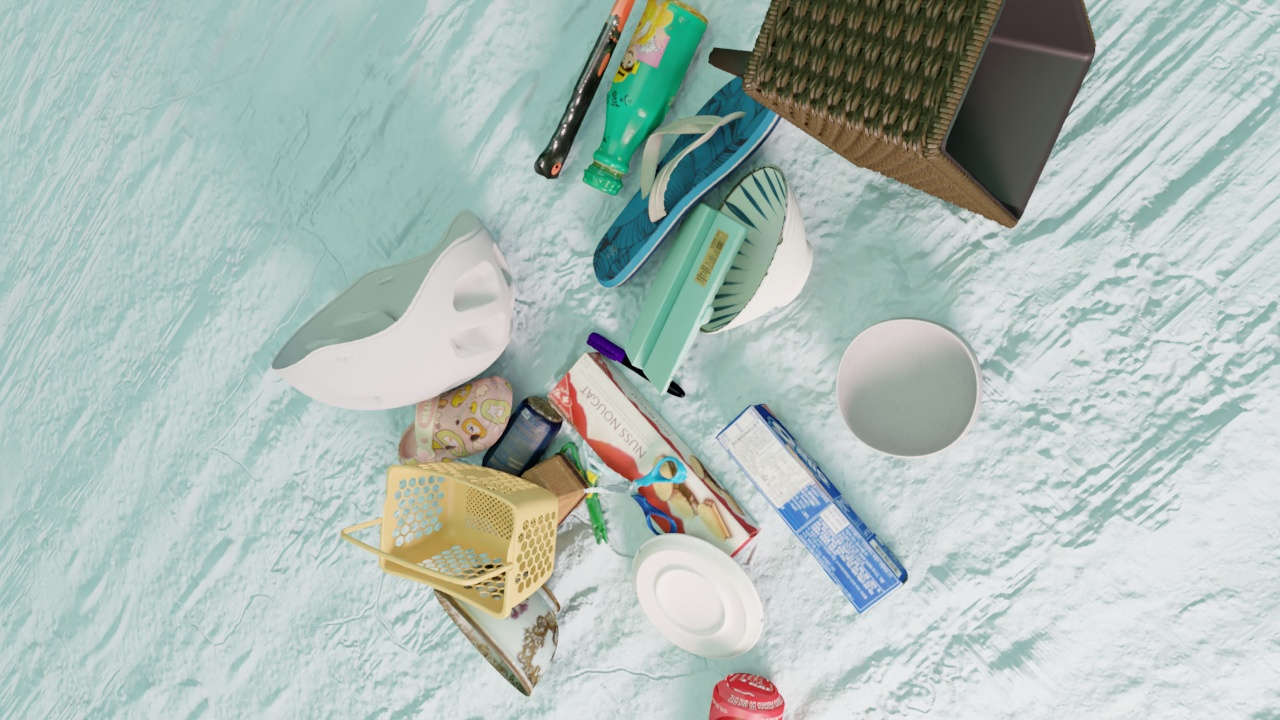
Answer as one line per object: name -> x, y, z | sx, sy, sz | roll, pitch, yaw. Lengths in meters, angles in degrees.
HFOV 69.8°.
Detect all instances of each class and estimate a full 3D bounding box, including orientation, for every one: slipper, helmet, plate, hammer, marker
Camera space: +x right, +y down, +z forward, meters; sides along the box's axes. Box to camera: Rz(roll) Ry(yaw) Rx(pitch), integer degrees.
slipper -> -0.235, 0.068, 1.083 | 0.198, 0.081, 0.093 | -26, 45, 34
helmet -> -0.277, -0.044, 1.034 | 0.282, 0.224, 0.184 | -16, 110, 0
plate -> 0.056, 0.253, 0.970 | 0.157, 0.014, 0.157 | 14, 120, 26
slipper -> 0.033, -0.198, 0.952 | 0.296, 0.060, 0.118 | -47, 34, 23
hammer -> -0.036, -0.342, 0.984 | 0.033, 0.132, 0.334 | 38, 115, 18
marker -> -0.006, 0.006, 1.022 | 0.134, 0.018, 0.015 | 32, 137, 21

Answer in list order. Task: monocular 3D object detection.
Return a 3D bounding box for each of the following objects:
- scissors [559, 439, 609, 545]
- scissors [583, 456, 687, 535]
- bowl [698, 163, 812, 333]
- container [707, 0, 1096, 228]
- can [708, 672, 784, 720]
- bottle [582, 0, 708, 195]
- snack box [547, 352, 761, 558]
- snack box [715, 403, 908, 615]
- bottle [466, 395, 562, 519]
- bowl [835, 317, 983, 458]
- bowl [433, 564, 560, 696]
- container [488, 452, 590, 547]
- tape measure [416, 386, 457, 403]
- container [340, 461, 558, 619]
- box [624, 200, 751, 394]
scissors -> -0.051, 0.150, 1.052 | 0.071, 0.014, 0.130 | -25, 80, 25
scissors -> -0.009, 0.148, 0.982 | 0.134, 0.015, 0.104 | -6, 90, 26
bowl -> 0.121, -0.099, 0.913 | 0.071, 0.177, 0.177 | 20, 103, -21
container -> 0.219, -0.245, 0.751 | 0.205, 0.320, 0.176 | 27, 102, 29
can -> 0.103, 0.403, 0.949 | 0.074, 0.074, 0.142 | 11, 96, 25
bottle -> -0.001, -0.280, 0.985 | 0.068, 0.068, 0.210 | 31, 104, 22
snack box -> 0.010, 0.110, 1.003 | 0.273, 0.044, 0.077 | 48, 110, 17
snack box -> 0.171, 0.145, 0.920 | 0.060, 0.059, 0.226 | -44, 75, 17
bottle -> -0.152, 0.116, 1.074 | 0.056, 0.056, 0.161 | 41, 108, 19
bowl -> 0.256, 0.025, 0.872 | 0.132, 0.064, 0.132 | 1, 92, 25
bowl -> -0.148, 0.290, 1.045 | 0.160, 0.160, 0.093 | 41, 66, 19
container -> -0.121, 0.166, 1.050 | 0.063, 0.061, 0.114 | 49, 118, 18
tape measure -> -0.260, 0.025, 1.143 | 0.062, 0.020, 0.060 | -20, 83, 25
container -> -0.198, 0.182, 0.964 | 0.184, 0.166, 0.129 | 12, 102, 31
box -> 0.043, -0.069, 0.947 | 0.033, 0.136, 0.187 | 21, 102, -17
